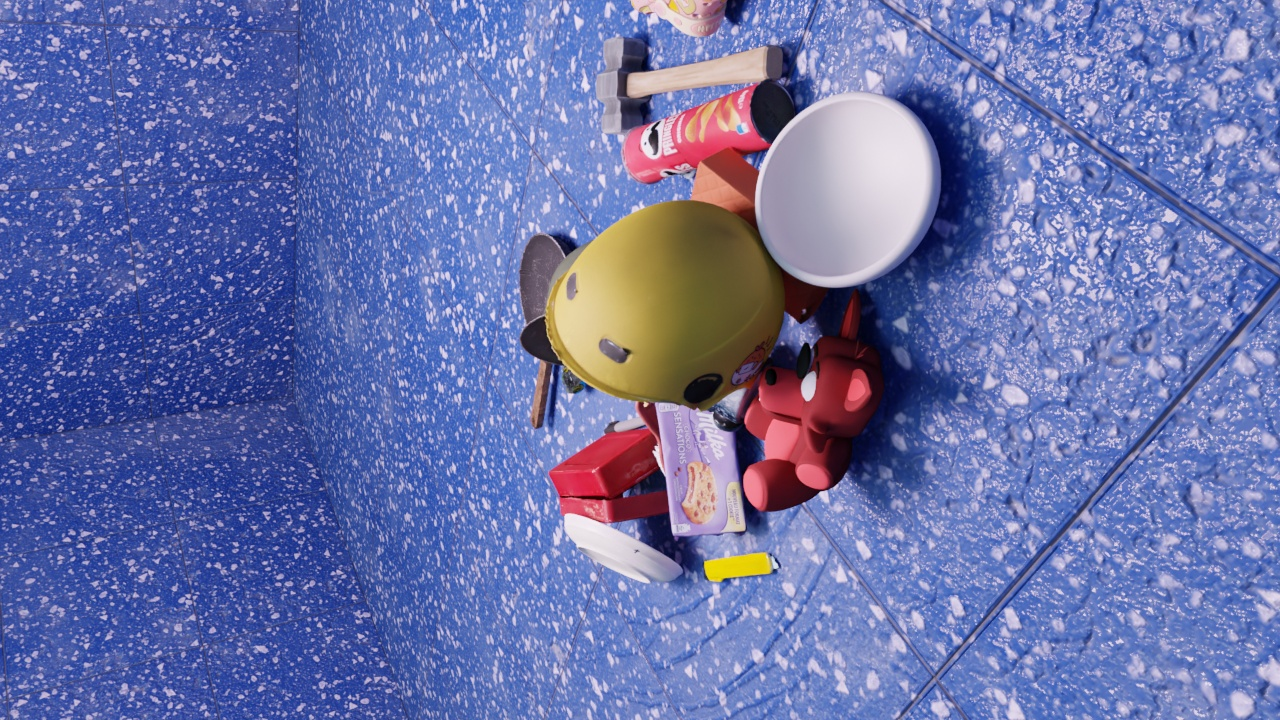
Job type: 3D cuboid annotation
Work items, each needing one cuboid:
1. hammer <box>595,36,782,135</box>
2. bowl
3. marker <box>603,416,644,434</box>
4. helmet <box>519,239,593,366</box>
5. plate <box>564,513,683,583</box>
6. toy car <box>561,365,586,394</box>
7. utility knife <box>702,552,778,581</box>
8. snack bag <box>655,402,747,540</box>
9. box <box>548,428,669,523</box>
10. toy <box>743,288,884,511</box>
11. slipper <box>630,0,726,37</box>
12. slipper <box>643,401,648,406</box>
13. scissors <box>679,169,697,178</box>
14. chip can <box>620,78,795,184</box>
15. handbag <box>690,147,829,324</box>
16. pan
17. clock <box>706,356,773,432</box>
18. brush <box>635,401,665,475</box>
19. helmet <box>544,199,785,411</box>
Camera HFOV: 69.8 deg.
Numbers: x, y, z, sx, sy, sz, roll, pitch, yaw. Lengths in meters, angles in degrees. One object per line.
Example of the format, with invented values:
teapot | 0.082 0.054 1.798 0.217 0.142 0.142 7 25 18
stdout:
hammer | 0.050 -0.333 1.079 0.323 0.051 0.117 16 108 55
bowl | 0.197 -0.152 0.846 0.177 0.066 0.176 -4 84 38
marker | -0.020 0.093 1.352 0.139 0.016 0.022 -24 55 58
helmet | -0.013 -0.069 1.106 0.227 0.268 0.153 62 -158 -64
plate | -0.030 0.269 1.277 0.183 0.182 0.034 -8 52 59
toy car | -0.087 0.011 1.421 0.106 0.032 0.048 -52 53 40
utility knife | 0.124 0.262 1.160 0.156 0.017 0.030 -29 79 59
snack bag | 0.076 0.115 1.121 0.058 0.096 0.205 -33 -62 -76
box | -0.042 0.162 1.296 0.158 0.136 0.122 -8 92 58
toy | 0.173 0.046 0.915 0.158 0.120 0.198 -78 7 -49
slipper | 0.066 -0.401 1.011 0.197 0.093 0.081 16 132 59
slipper | -0.007 0.007 1.247 0.261 0.079 0.112 61 148 28
scissors | 0.032 -0.274 1.165 0.140 0.015 0.083 22 119 57
chip can | 0.072 -0.253 1.033 0.233 0.073 0.073 -1 98 55
handbag | 0.130 -0.131 0.969 0.172 0.060 0.109 43 145 21
pan | -0.148 -0.037 1.506 0.207 0.040 0.358 43 135 45
clock | 0.109 0.030 1.030 0.052 0.090 0.129 28 163 19
brush | 0.030 0.110 1.191 0.030 0.040 0.172 17 139 55
helmet | 0.039 -0.070 0.885 0.209 0.239 0.140 57 139 22
